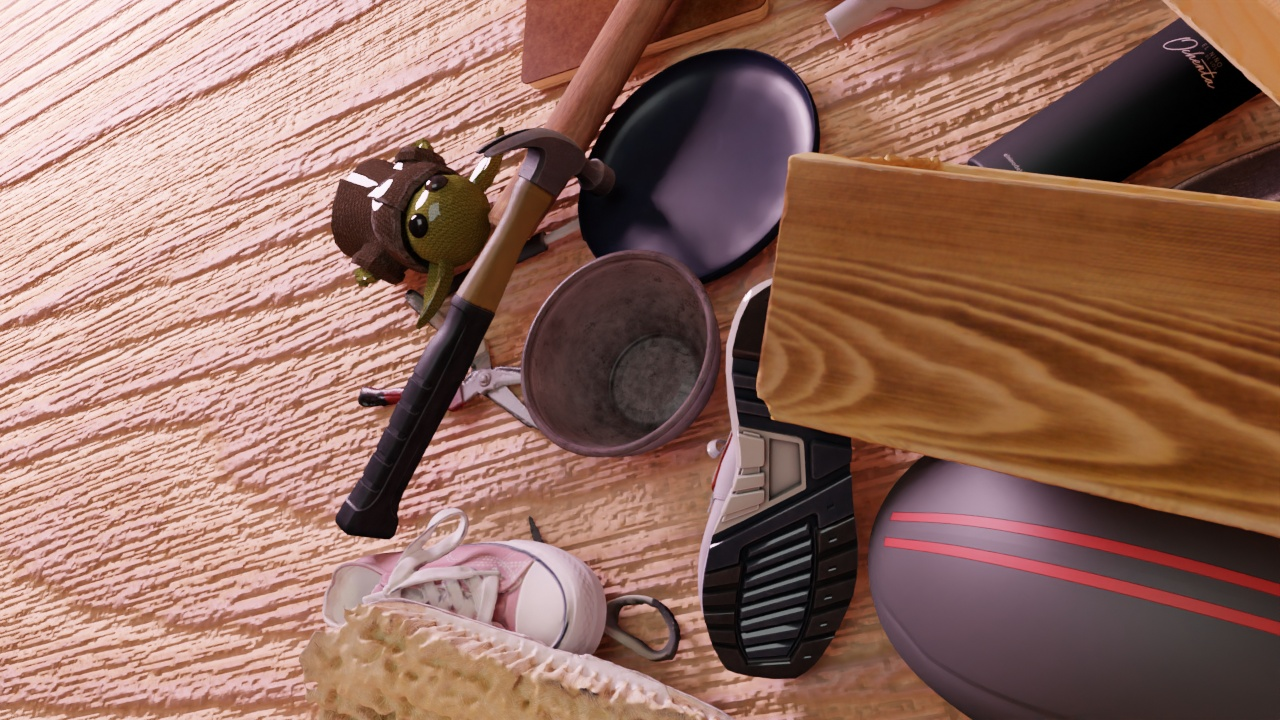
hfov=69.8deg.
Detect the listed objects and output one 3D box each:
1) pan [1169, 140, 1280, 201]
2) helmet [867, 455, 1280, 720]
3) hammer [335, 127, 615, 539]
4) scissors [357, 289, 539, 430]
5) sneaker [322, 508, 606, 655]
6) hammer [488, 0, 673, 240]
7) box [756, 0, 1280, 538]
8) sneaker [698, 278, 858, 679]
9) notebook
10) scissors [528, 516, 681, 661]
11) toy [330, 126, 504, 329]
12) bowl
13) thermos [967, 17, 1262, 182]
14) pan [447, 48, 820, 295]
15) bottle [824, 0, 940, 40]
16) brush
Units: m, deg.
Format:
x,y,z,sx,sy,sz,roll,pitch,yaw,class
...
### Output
x,y,z,sx,sy,sz,roll,pitch,yaw,class
0.442,-0.131,0.452,0.358,0.055,0.187,-24,60,33,pan
0.229,0.108,0.399,0.265,0.170,0.164,11,76,32,helmet
-0.134,-0.018,0.677,0.025,0.117,0.333,31,94,37,hammer
-0.154,0.004,0.744,0.195,0.015,0.179,-27,60,16,scissors
-0.138,0.161,0.620,0.242,0.087,0.118,-7,68,31,sneaker
-0.036,-0.230,0.735,0.158,0.037,0.300,29,88,35,hammer
0.231,-0.097,0.355,0.270,0.278,0.264,15,105,24,box
0.084,0.058,0.545,0.089,0.124,0.240,4,109,4,sneaker
0.001,-0.331,0.789,0.226,0.024,0.167,-9,67,25,notebook
-0.043,0.179,0.614,0.169,0.012,0.157,-11,64,28,scissors
-0.193,-0.122,0.772,0.153,0.078,0.179,12,77,36,toy
-0.004,0.004,0.630,0.145,0.067,0.144,-11,66,25,bowl
0.308,-0.159,0.529,0.232,0.061,0.061,-34,58,13,thermos
-0.027,-0.116,0.719,0.357,0.021,0.198,-22,60,24,pan
0.219,-0.287,0.634,0.195,0.052,0.052,-30,59,15,bottle
-0.063,0.208,0.533,0.271,0.056,0.083,17,89,9,brush
